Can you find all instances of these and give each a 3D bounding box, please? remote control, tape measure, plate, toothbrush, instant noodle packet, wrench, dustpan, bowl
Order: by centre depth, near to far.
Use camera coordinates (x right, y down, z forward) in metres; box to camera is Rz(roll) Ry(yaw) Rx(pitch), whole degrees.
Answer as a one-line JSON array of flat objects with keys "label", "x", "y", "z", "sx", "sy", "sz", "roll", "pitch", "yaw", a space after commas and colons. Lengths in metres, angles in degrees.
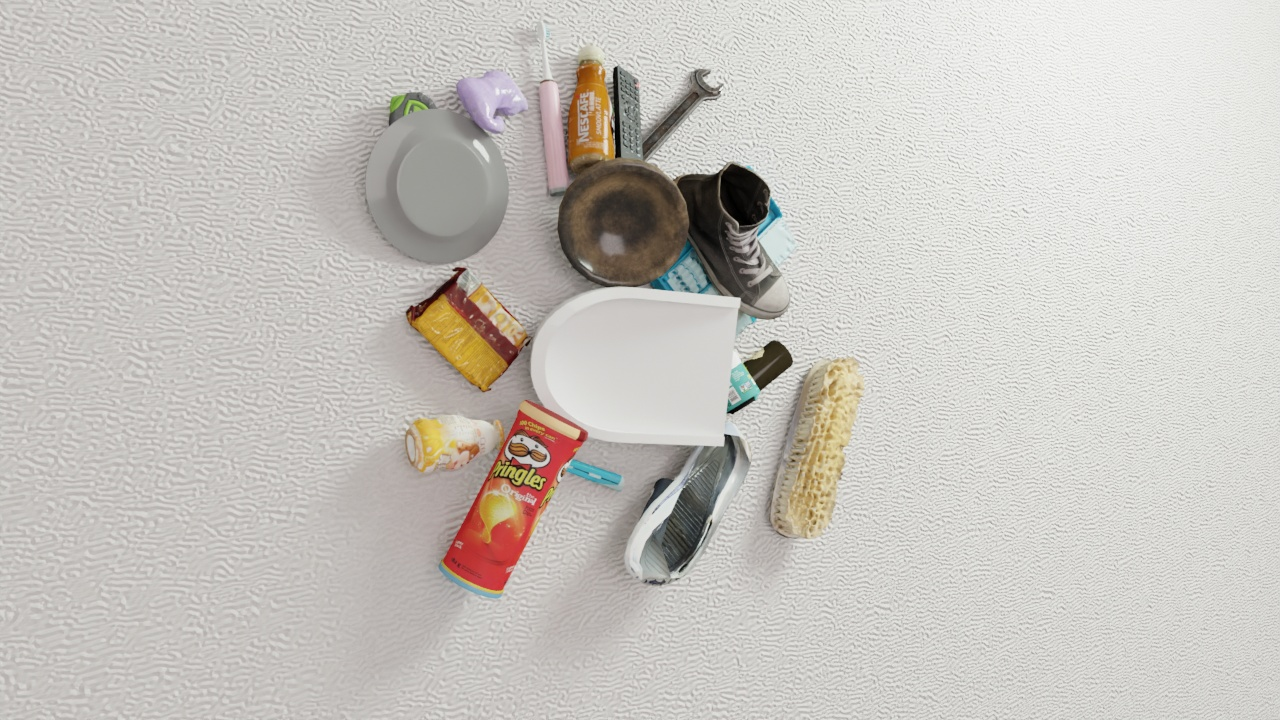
[{"label": "tape measure", "x": -0.266, "y": -0.279, "z": 1.075, "sx": 0.058, "sy": 0.036, "sz": 0.065, "roll": 8, "pitch": 86, "yaw": -18}, {"label": "plate", "x": -0.233, "y": -0.203, "z": 1.075, "sx": 0.178, "sy": 0.012, "sz": 0.178, "roll": -7, "pitch": 103, "yaw": -34}, {"label": "instant noodle packet", "x": -0.202, "y": -0.038, "z": 1.090, "sx": 0.135, "sy": 0.040, "sz": 0.098, "roll": 47, "pitch": 67, "yaw": -19}, {"label": "dustpan", "x": -0.007, "y": 0.007, "z": 1.133, "sx": 0.257, "sy": 0.053, "sz": 0.191, "roll": 5, "pitch": 96, "yaw": -9}, {"label": "bowl", "x": -0.024, "y": -0.176, "z": 1.147, "sx": 0.162, "sy": 0.070, "sz": 0.162, "roll": -3, "pitch": 116, "yaw": -7}, {"label": "toothbrush", "x": -0.113, "y": -0.320, "z": 1.164, "sx": 0.026, "sy": 0.027, "sz": 0.222, "roll": -5, "pitch": 89, "yaw": -61}, {"label": "remote control", "x": -0.020, "y": -0.310, "z": 1.198, "sx": 0.047, "sy": 0.022, "sz": 0.150, "roll": 20, "pitch": 61, "yaw": -48}, {"label": "wrench", "x": 0.025, "y": -0.304, "z": 1.232, "sx": 0.070, "sy": 0.010, "sz": 0.272, "roll": 36, "pitch": 67, "yaw": 9}]

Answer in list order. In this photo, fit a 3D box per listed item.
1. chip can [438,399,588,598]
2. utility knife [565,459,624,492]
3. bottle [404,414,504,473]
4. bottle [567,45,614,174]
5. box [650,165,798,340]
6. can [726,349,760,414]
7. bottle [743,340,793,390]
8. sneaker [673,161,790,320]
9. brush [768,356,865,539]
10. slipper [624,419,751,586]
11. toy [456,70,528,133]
[{"label": "chip can", "x": -0.146, "y": 0.158, "z": 1.053, "sx": 0.087, "sy": 0.087, "sz": 0.213, "roll": 28, "pitch": 89, "yaw": -24}, {"label": "utility knife", "x": -0.082, "y": 0.137, "z": 1.157, "sx": 0.140, "sy": 0.015, "sz": 0.022, "roll": 21, "pitch": 102, "yaw": -24}, {"label": "bottle", "x": -0.213, "y": 0.093, "z": 1.061, "sx": 0.109, "sy": 0.063, "sz": 0.063, "roll": -8, "pitch": 90, "yaw": -29}, {"label": "bottle", "x": -0.063, "y": -0.322, "z": 1.175, "sx": 0.059, "sy": 0.059, "sz": 0.167, "roll": 6, "pitch": 75, "yaw": -28}, {"label": "box", "x": 0.125, "y": -0.135, "z": 1.273, "sx": 0.226, "sy": 0.039, "sz": 0.181, "roll": -44, "pitch": 108, "yaw": -23}, {"label": "can", "x": 0.112, "y": 0.018, "z": 1.212, "sx": 0.054, "sy": 0.055, "sz": 0.101, "roll": -29, "pitch": 84, "yaw": -27}, {"label": "bottle", "x": 0.130, "y": 0.042, "z": 1.261, "sx": 0.184, "sy": 0.045, "sz": 0.045, "roll": -37, "pitch": 104, "yaw": -18}, {"label": "sneaker", "x": 0.141, "y": -0.152, "z": 1.198, "sx": 0.095, "sy": 0.120, "sz": 0.235, "roll": -40, "pitch": 107, "yaw": -24}, {"label": "brush", "x": 0.253, "y": 0.123, "z": 1.314, "sx": 0.083, "sy": 0.057, "sz": 0.271, "roll": 25, "pitch": 75, "yaw": -26}, {"label": "slipper", "x": 0.057, "y": 0.187, "z": 1.203, "sx": 0.263, "sy": 0.063, "sz": 0.111, "roll": -52, "pitch": 119, "yaw": -30}, {"label": "toy", "x": -0.177, "y": -0.314, "z": 1.110, "sx": 0.080, "sy": 0.037, "sz": 0.099, "roll": 58, "pitch": 38, "yaw": -2}]
